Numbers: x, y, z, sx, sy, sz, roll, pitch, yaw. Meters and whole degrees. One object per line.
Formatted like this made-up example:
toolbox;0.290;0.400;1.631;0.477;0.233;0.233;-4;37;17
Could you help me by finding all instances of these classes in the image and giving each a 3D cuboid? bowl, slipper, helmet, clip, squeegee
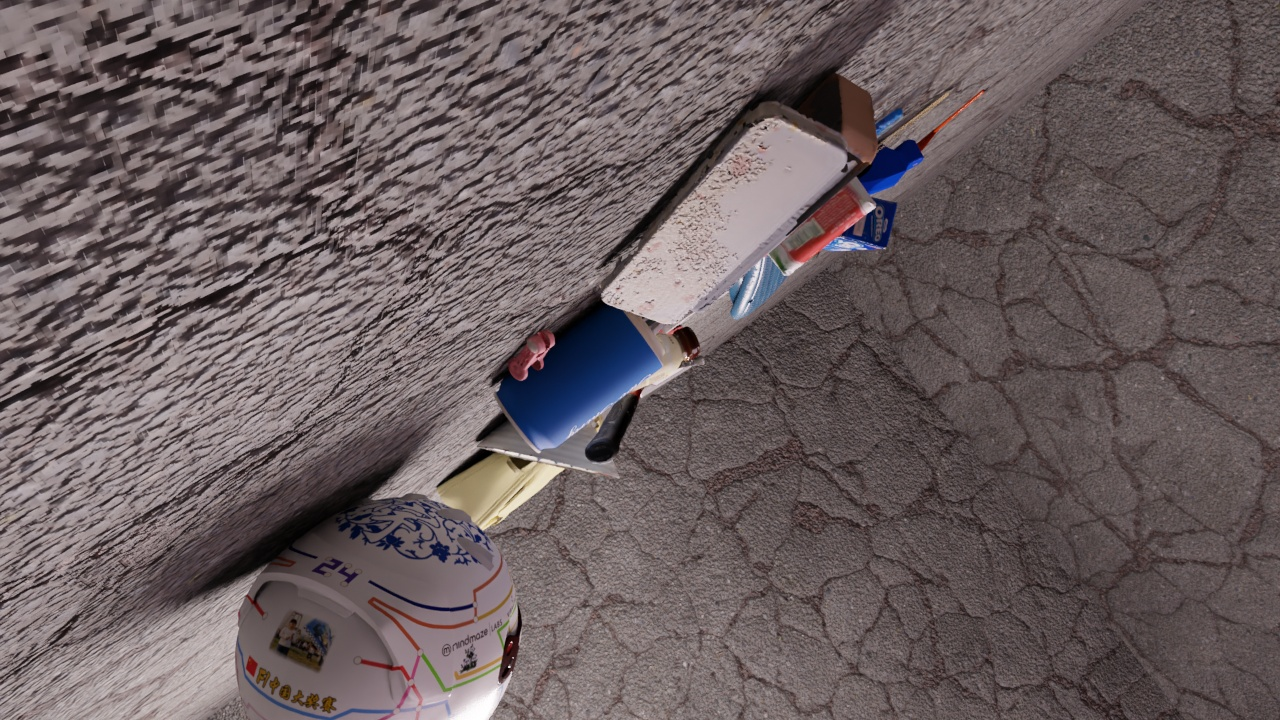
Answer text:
bowl;-0.104;0.092;1.117;0.177;0.177;0.071;113;-11;-81
slipper;0.153;-0.128;1.151;0.103;0.059;0.214;-37;161;-21
helmet;-0.231;0.245;0.870;0.314;0.231;0.236;-3;110;-72
clip;-0.085;-0.007;0.762;0.037;0.022;0.059;-30;170;-36
squeegee;0.302;-0.243;1.159;0.184;0.055;0.250;-23;173;-23

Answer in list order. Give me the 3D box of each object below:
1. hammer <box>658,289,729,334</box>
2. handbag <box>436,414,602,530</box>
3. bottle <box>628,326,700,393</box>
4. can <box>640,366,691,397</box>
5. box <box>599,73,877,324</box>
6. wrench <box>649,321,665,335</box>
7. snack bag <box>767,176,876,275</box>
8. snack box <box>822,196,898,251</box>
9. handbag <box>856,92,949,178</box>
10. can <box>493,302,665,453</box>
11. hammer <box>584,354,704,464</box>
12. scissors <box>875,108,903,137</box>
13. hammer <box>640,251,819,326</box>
hammer;0.036;-0.040;1.330;0.126;0.036;0.317;-32;175;-27
handbag;-0.162;0.153;1.309;0.191;0.088;0.232;-34;177;27
bottle;-0.007;0.006;1.101;0.162;0.056;0.057;-24;172;-16
can;0.031;0.012;1.368;0.106;0.044;0.044;-31;175;-10
box;0.064;-0.118;0.665;0.217;0.096;0.104;-42;-152;46
wrench;0.006;-0.027;1.053;0.047;0.009;0.272;-18;-170;18
snack bag;0.167;-0.148;0.914;0.116;0.077;0.036;-39;173;21
snack box;0.248;-0.167;1.129;0.226;0.059;0.059;-113;-143;-84
handbag;0.284;-0.250;1.063;0.178;0.027;0.084;-38;-176;4
can;-0.054;0.012;0.829;0.146;0.079;0.079;-37;176;-2
hammer;-0.006;0.047;1.140;0.141;0.036;0.325;-17;-166;16
scissors;0.238;-0.237;1.011;0.132;0.019;0.104;-37;175;37
hammer;0.074;-0.086;0.994;0.332;0.033;0.133;-31;157;-16
